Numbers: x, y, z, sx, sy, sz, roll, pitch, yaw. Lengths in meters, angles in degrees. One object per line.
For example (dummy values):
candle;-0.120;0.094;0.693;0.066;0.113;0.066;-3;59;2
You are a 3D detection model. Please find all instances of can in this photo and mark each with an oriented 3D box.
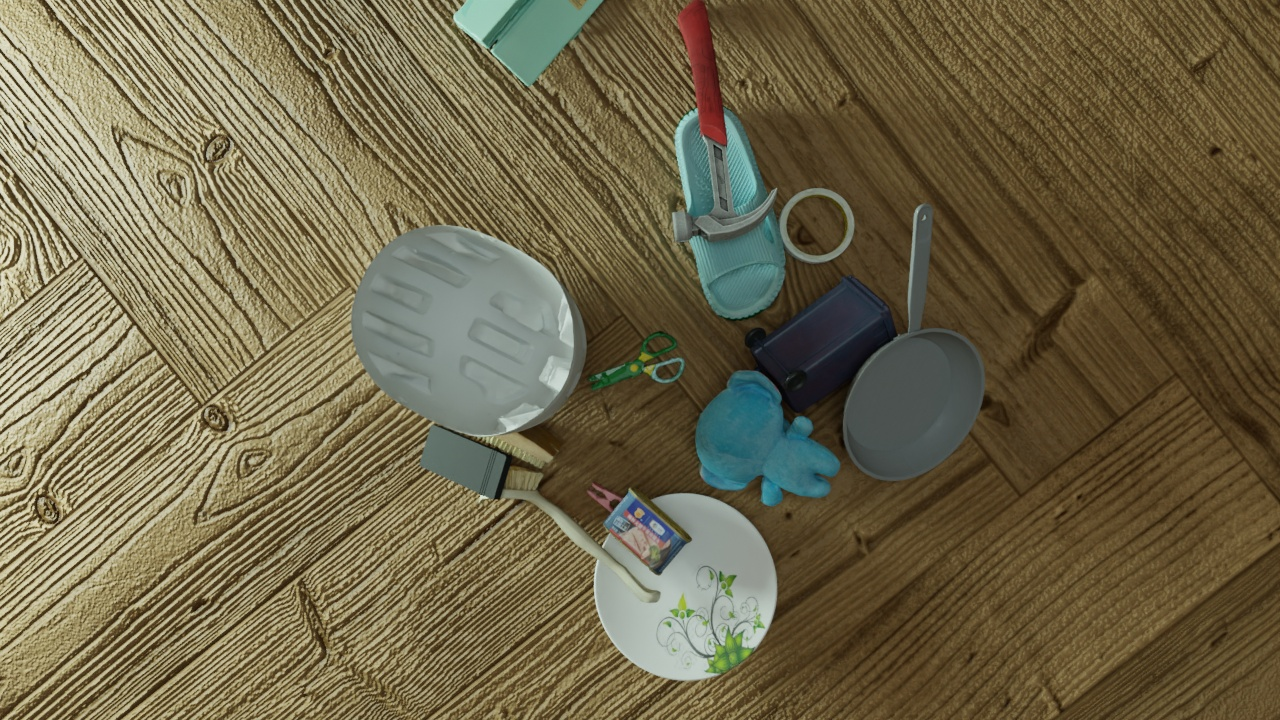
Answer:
can;0.007;0.210;1.133;0.100;0.054;0.059;41;91;11

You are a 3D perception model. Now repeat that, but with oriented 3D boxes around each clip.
clip;-0.043;0.182;1.175;0.060;0.023;0.044;12;89;-4

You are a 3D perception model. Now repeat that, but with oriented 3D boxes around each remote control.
remote control;-0.220;0.126;1.147;0.133;0.013;0.058;19;92;33

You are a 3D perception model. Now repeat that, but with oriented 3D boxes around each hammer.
hammer;0.088;-0.298;1.120;0.126;0.036;0.315;-7;75;2

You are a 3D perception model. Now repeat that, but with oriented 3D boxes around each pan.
pan;0.318;-0.017;1.077;0.200;0.051;0.357;-16;117;-15

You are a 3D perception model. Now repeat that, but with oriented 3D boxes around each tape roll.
tape roll;0.222;-0.170;1.163;0.094;0.019;0.094;0;91;2

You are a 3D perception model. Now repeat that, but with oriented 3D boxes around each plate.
plate;0.057;0.284;1.161;0.229;0.030;0.229;-1;83;7

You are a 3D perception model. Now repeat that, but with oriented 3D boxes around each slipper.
slipper;0.108;-0.188;1.139;0.116;0.069;0.276;-14;89;4

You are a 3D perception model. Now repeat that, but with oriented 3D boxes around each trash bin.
trash bin;0.225;-0.022;1.114;0.161;0.092;0.093;-36;48;-2

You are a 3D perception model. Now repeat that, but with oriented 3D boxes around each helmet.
helmet;-0.204;-0.032;1.092;0.282;0.184;0.224;22;85;-5

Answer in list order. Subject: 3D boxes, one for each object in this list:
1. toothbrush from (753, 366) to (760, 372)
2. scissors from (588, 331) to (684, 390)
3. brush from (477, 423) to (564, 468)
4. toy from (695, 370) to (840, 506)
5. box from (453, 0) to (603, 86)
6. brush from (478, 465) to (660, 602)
toothbrush;0.165;0.005;1.169;0.190;0.016;0.017;-40;97;1
scissors;-0.005;0.016;1.176;0.130;0.014;0.071;-27;90;1
brush;-0.158;0.095;1.163;0.117;0.049;0.039;28;114;0
toy;0.157;0.100;1.126;0.181;0.114;0.184;22;120;10
box;-0.130;-0.458;1.155;0.138;0.057;0.187;40;92;7
brush;-0.086;0.216;1.147;0.272;0.062;0.077;35;102;6
